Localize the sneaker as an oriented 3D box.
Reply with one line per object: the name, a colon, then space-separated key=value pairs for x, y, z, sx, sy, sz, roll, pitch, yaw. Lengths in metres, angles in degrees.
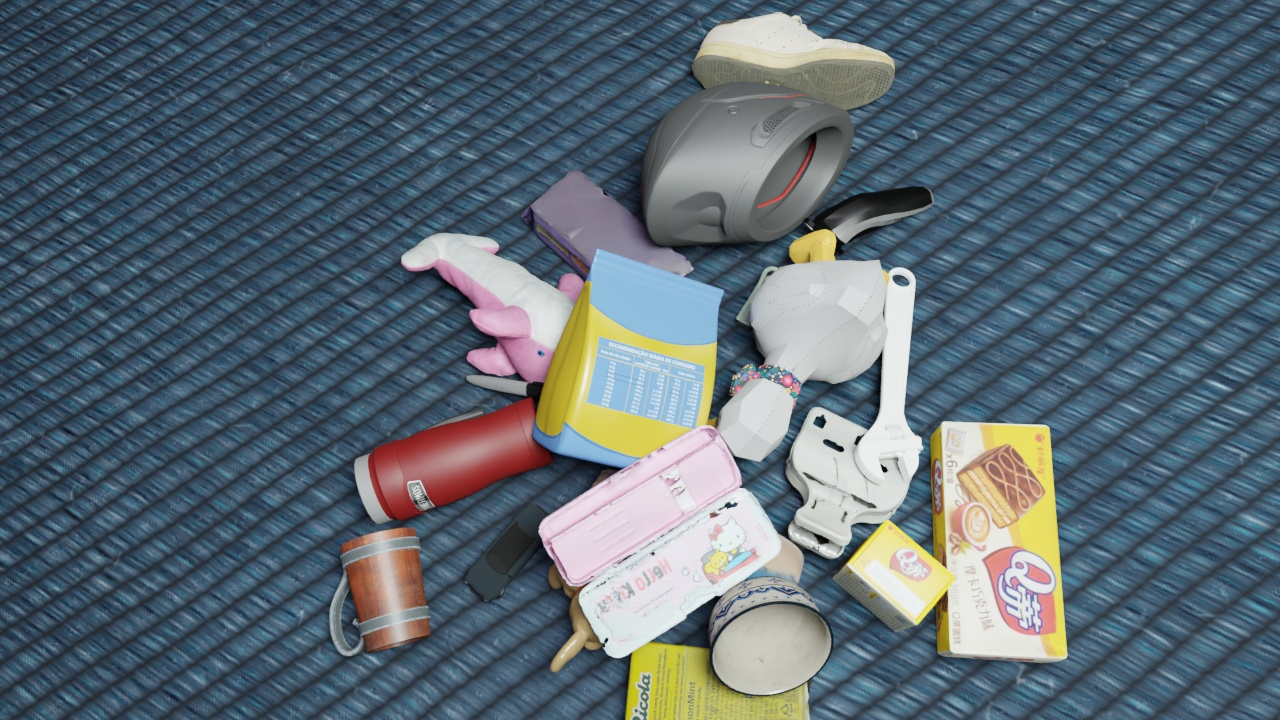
sneaker: x=0.190 y=-0.376 z=1.126 sx=0.242 sy=0.089 sz=0.102 roll=10 pitch=64 yaw=13

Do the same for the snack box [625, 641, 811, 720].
snack box: x=0.075 y=0.347 z=0.903 sx=0.181 sy=0.045 sz=0.121 roll=4 pitch=69 yaw=4

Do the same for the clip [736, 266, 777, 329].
clip: x=0.136 y=-0.072 z=1.050 sx=0.023 sy=0.035 sz=0.074 roll=32 pitch=83 yaw=13

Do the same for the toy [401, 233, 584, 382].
toy: x=-0.150 y=-0.044 z=1.038 sx=0.265 sy=0.186 sz=0.128 roll=38 pitch=119 yaw=15

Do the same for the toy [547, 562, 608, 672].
toy: x=-0.050 y=0.239 z=0.926 sx=0.134 sy=0.106 sz=0.108 roll=-29 pitch=55 yaw=-11

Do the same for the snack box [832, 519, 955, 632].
snack box: x=0.245 y=0.213 z=0.898 sx=0.083 sy=0.106 sz=0.061 roll=41 pitch=77 yaw=16

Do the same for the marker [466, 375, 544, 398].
marker: x=-0.143 y=0.027 z=1.025 sx=0.139 sy=0.022 sz=0.016 roll=8 pitch=44 yaw=31

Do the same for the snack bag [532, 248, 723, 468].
snack bag: x=-0.006 y=0.006 z=0.943 sx=0.159 sy=0.102 sz=0.205 roll=15 pitch=91 yaw=-26

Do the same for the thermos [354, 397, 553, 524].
thermos: x=-0.203 y=0.101 z=1.002 sx=0.198 sy=0.084 sz=0.108 roll=-19 pitch=39 yaw=-3

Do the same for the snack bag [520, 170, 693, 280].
snack bag: x=-0.041 y=-0.139 z=1.076 sx=0.096 sy=0.058 sz=0.205 roll=-44 pitch=72 yaw=-10

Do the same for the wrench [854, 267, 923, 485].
wrench: x=0.272 y=0.009 z=0.984 sx=0.066 sy=0.018 sz=0.272 roll=12 pitch=59 yaw=2

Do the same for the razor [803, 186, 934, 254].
razor: x=0.268 y=-0.170 z=1.057 sx=0.156 sy=0.060 sz=0.057 roll=-26 pitch=44 yaw=-7

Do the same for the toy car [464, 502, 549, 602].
toy car: x=-0.139 y=0.204 z=0.979 sx=0.046 sy=0.034 sz=0.112 roll=38 pitch=79 yaw=17

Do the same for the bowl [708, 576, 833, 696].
bowl: x=0.117 y=0.252 z=0.865 sx=0.115 sy=0.116 sz=0.059 roll=-15 pitch=28 yaw=0

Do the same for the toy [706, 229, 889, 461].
toy: x=0.170 y=-0.017 z=0.951 sx=0.141 sy=0.247 sz=0.266 roll=35 pitch=58 yaw=-5

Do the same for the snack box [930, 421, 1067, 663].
snack box: x=0.356 y=0.180 z=0.922 sx=0.110 sy=0.062 sz=0.230 roll=2 pitch=71 yaw=6

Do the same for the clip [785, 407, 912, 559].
clip: x=0.206 y=0.137 z=0.956 sx=0.126 sy=0.092 sz=0.151 roll=24 pitch=67 yaw=15

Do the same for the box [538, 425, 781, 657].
box: x=0.019 y=0.170 z=0.886 sx=0.201 sy=0.045 sz=0.154 roll=-30 pitch=91 yaw=-11

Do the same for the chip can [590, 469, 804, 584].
chip can: x=0.054 y=0.184 z=0.945 sx=0.229 sy=0.080 sz=0.079 roll=19 pitch=74 yaw=11

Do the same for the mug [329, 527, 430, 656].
mug: x=-0.279 y=0.246 z=0.962 sx=0.117 sy=0.081 sz=0.111 roll=-22 pitch=73 yaw=17

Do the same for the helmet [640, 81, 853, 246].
helmet: x=0.099 y=-0.225 z=1.035 sx=0.170 sy=0.164 sz=0.264 roll=36 pitch=63 yaw=28
